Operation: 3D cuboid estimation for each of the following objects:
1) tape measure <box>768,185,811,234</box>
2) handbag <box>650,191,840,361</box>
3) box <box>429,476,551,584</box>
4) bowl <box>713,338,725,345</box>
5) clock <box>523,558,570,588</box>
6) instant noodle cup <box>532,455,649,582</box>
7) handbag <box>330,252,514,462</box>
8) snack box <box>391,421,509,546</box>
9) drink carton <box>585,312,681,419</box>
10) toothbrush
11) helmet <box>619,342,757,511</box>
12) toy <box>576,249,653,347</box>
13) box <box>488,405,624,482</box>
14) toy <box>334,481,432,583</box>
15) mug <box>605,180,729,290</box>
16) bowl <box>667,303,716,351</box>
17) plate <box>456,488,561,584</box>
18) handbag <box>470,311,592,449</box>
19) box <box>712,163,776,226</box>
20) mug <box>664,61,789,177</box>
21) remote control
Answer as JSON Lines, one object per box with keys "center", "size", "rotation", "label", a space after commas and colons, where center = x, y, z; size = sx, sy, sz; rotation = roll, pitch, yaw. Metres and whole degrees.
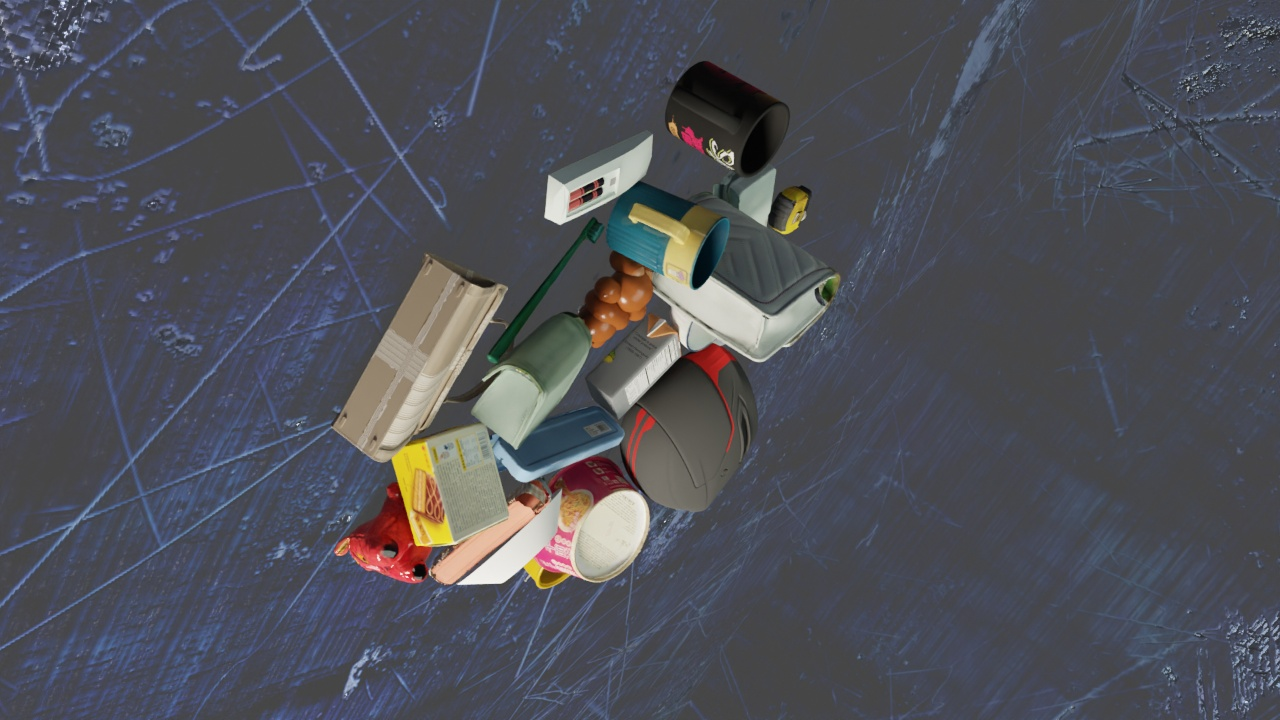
{"center": [0.209, -0.208, 1.283], "size": [0.064, 0.037, 0.066], "rotation": [-22, 142, -50], "label": "tape measure"}
{"center": [0.110, -0.101, 1.058], "size": [0.141, 0.198, 0.096], "rotation": [-35, 148, -31], "label": "handbag"}
{"center": [-0.172, 0.201, 1.088], "size": [0.189, 0.058, 0.062], "rotation": [-38, -166, 23], "label": "box"}
{"center": [0.122, -0.078, 1.302], "size": [0.109, 0.040, 0.110], "rotation": [-41, 154, -25], "label": "bowl"}
{"center": [-0.109, 0.273, 1.361], "size": [0.151, 0.052, 0.114], "rotation": [-37, 152, -22], "label": "clock"}
{"center": [-0.062, 0.229, 1.273], "size": [0.178, 0.078, 0.179], "rotation": [-20, 120, -38], "label": "instant noodle cup"}
{"center": [-0.174, 0.000, 0.871], "size": [0.176, 0.062, 0.197], "rotation": [-59, 164, 8], "label": "handbag"}
{"center": [-0.191, 0.124, 0.924], "size": [0.083, 0.061, 0.106], "rotation": [-18, 94, -53], "label": "snack box"}
{"center": [-0.007, 0.007, 1.175], "size": [0.124, 0.048, 0.076], "rotation": [-45, 155, -16], "label": "drink carton"}
{"center": [-0.091, -0.071, 0.910], "size": [0.189, 0.017, 0.016], "rotation": [-56, 173, -22], "label": "toothbrush"}
{"center": [0.055, 0.110, 1.288], "size": [0.169, 0.164, 0.265], "rotation": [-27, 137, -24], "label": "helmet"}
{"center": [-0.038, -0.061, 1.031], "size": [0.128, 0.065, 0.095], "rotation": [-47, 149, 8], "label": "toy"}
{"center": [-0.107, 0.112, 1.113], "size": [0.208, 0.074, 0.078], "rotation": [-14, 140, -55], "label": "box"}
{"center": [-0.254, 0.166, 0.961], "size": [0.088, 0.094, 0.132], "rotation": [53, 43, -25], "label": "toy"}
{"center": [0.024, -0.135, 0.946], "size": [0.083, 0.107, 0.113], "rotation": [-61, 163, 2], "label": "mug"}
{"center": [0.077, -0.077, 1.196], "size": [0.117, 0.062, 0.118], "rotation": [-41, 154, -25], "label": "bowl"}
{"center": [-0.152, 0.233, 1.149], "size": [0.174, 0.036, 0.174], "rotation": [-42, 180, 0], "label": "plate"}
{"center": [-0.110, 0.016, 0.939], "size": [0.106, 0.067, 0.121], "rotation": [-55, 178, 37], "label": "handbag"}
{"center": [0.130, -0.172, 1.181], "size": [0.199, 0.066, 0.082], "rotation": [86, 28, -58], "label": "box"}
{"center": [0.080, -0.246, 0.921], "size": [0.117, 0.098, 0.082], "rotation": [-2, 126, -60], "label": "mug"}
{"center": [-0.036, -0.177, 0.898], "size": [0.143, 0.024, 0.050], "rotation": [-34, 150, -36], "label": "remote control"}
